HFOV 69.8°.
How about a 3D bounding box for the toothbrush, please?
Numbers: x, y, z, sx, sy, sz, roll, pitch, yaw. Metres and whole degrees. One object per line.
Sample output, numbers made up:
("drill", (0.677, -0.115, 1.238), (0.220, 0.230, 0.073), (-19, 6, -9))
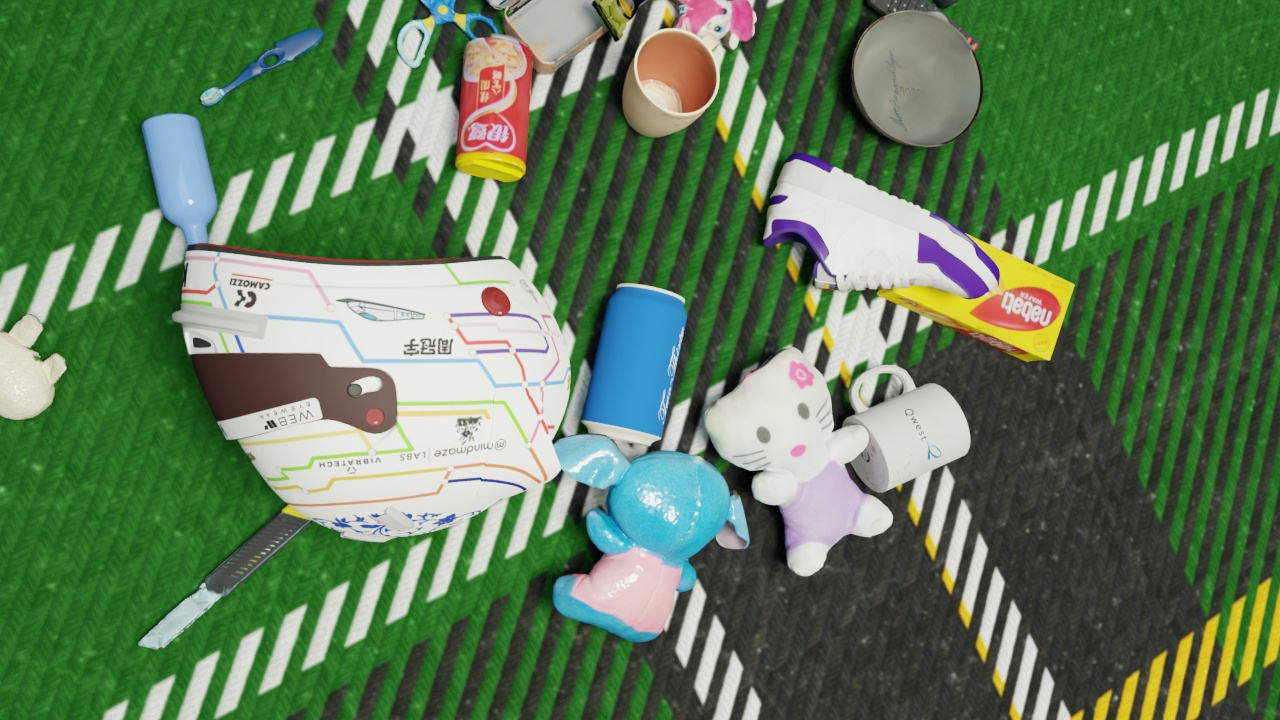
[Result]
("toothbrush", (-0.355, -0.277, 0.863), (0.132, 0.016, 0.021), (-37, 97, -12))

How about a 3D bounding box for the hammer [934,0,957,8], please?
("hammer", (0.263, -0.527, 1.010), (0.139, 0.035, 0.312), (-41, 96, -10))

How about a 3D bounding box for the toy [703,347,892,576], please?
("toy", (0.157, 0.096, 0.915), (0.137, 0.085, 0.209), (-30, 97, -4))

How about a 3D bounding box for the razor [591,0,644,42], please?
("razor", (0.016, -0.377, 0.917), (0.144, 0.021, 0.044), (-42, 114, -14))

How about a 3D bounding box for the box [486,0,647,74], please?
("box", (-0.058, -0.405, 0.915), (0.216, 0.071, 0.157), (-41, 124, -12))

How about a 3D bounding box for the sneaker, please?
("sneaker", (0.231, -0.107, 0.924), (0.244, 0.091, 0.111), (30, 94, 12))

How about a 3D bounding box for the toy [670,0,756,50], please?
("toy", (0.078, -0.360, 0.951), (0.102, 0.050, 0.065), (1, 81, -18))

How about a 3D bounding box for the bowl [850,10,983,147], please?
("bowl", (0.286, -0.293, 0.986), (0.150, 0.057, 0.150), (1, 86, -12))

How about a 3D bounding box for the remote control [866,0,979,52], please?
("remote control", (0.313, -0.372, 1.017), (0.140, 0.021, 0.045), (31, 81, -14))

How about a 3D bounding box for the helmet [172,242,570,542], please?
("helmet", (-0.214, 0.029, 0.762), (0.314, 0.231, 0.236), (1, 89, -18))

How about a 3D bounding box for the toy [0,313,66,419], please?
("toy", (-0.546, 0.014, 0.783), (0.112, 0.050, 0.087), (-45, 96, -8))

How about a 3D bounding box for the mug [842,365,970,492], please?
("mug", (0.264, 0.062, 0.946), (0.096, 0.083, 0.119), (-21, 82, -13))

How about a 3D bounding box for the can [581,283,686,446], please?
("can", (-0.005, 0.005, 0.889), (0.079, 0.079, 0.146), (14, 83, -11))

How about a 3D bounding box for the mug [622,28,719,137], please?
("mug", (0.033, -0.275, 0.904), (0.085, 0.104, 0.111), (44, 77, -7))

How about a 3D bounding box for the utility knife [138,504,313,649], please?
("utility knife", (-0.353, 0.177, 0.830), (0.233, 0.020, 0.029), (-42, 94, -13))

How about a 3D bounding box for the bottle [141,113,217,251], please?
("bottle", (-0.409, -0.152, 0.826), (0.048, 0.048, 0.131), (-13, 89, -13))

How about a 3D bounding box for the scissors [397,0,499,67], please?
("scissors", (-0.198, -0.339, 0.906), (0.125, 0.014, 0.130), (43, 76, -8))

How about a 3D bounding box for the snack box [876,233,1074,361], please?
("snack box", (0.364, -0.076, 0.996), (0.200, 0.042, 0.092), (23, 83, -10))

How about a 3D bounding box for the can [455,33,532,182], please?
("can", (-0.140, -0.240, 0.882), (0.066, 0.067, 0.124), (4, 85, -12))

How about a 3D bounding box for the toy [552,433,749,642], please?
("toy", (-0.003, 0.167, 0.858), (0.224, 0.099, 0.191), (29, 88, -29))
